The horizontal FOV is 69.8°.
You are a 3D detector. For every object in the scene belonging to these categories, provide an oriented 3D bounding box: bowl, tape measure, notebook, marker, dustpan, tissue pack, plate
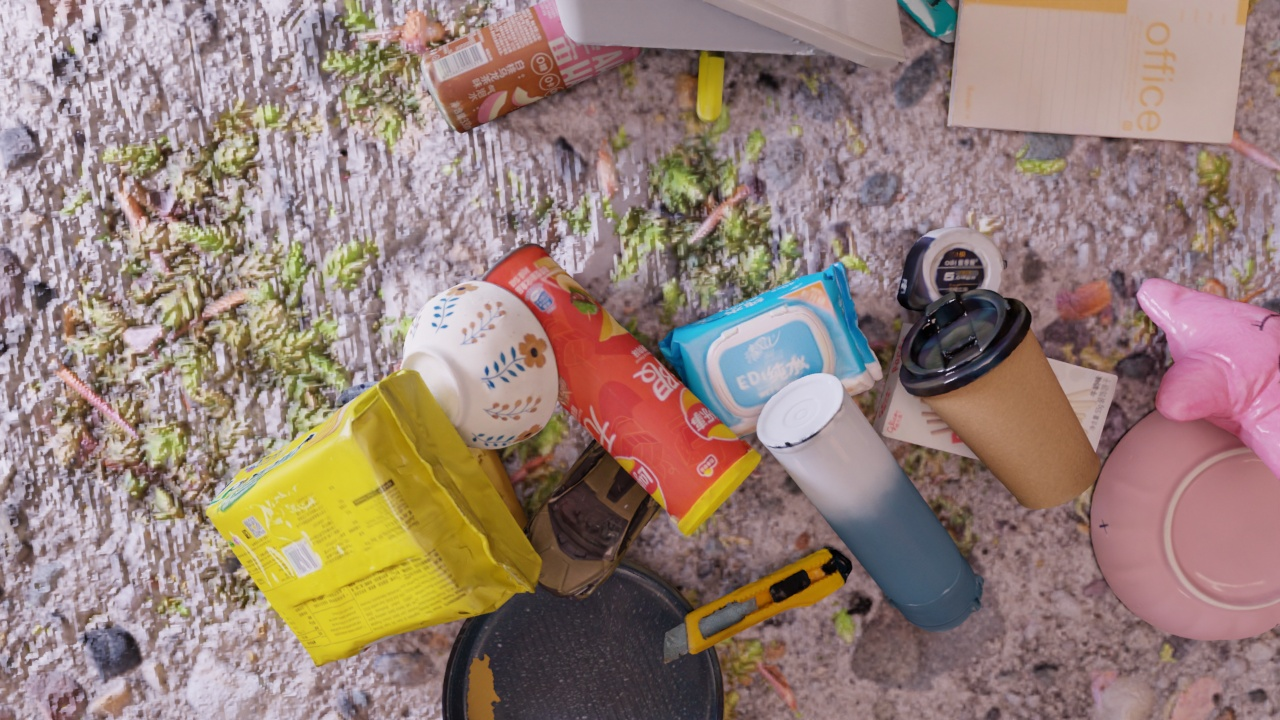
[{"bbox_3d":[-0.115,0.010,0.596,0.114,0.062,0.113,14,116,30],"label":"bowl"},{"bbox_3d":[0.224,-0.062,0.656,0.066,0.033,0.066,13,98,-4],"label":"tape measure"},{"bbox_3d":[0.324,-0.231,0.646,0.206,0.010,0.146,3,96,-3],"label":"notebook"},{"bbox_3d":[0.051,-0.231,0.647,0.018,0.015,0.124,3,93,-2],"label":"marker"},{"bbox_3d":[0.023,-0.296,0.540,0.258,0.143,0.222,-2,63,7],"label":"dustpan"},{"bbox_3d":[0.091,-0.002,0.646,0.140,0.063,0.090,-22,96,2],"label":"tissue pack"},{"bbox_3d":[0.434,0.119,0.673,0.192,0.039,0.192,0,96,0],"label":"plate"}]

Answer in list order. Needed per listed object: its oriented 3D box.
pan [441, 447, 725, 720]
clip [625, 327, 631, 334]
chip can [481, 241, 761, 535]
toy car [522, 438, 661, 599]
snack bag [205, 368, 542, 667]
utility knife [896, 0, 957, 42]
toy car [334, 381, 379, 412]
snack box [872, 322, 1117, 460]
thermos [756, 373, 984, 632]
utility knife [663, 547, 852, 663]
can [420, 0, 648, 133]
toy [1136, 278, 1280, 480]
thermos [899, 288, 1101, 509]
[{"bbox_3d":[-0.074,0.163,0.654,0.197,0.078,0.357,-25,74,-2],"label":"pan"},{"bbox_3d":[-0.002,0.003,0.672,0.046,0.014,0.057,-34,96,1],"label":"clip"},{"bbox_3d":[-0.019,0.016,0.615,0.073,0.073,0.216,-46,76,4],"label":"chip can"},{"bbox_3d":[-0.021,0.094,0.635,0.070,0.042,0.157,37,58,1],"label":"toy car"},{"bbox_3d":[-0.189,0.117,0.605,0.247,0.068,0.158,-28,97,36],"label":"snack bag"},{"bbox_3d":[0.170,-0.282,0.641,0.160,0.013,0.029,45,94,-5],"label":"utility knife"},{"bbox_3d":[-0.186,0.075,0.664,0.054,0.036,0.120,-12,89,24],"label":"toy car"},{"bbox_3d":[0.258,0.032,0.670,0.157,0.027,0.085,14,96,-3],"label":"snack box"},{"bbox_3d":[0.161,0.106,0.629,0.070,0.070,0.220,-38,116,3],"label":"thermos"},{"bbox_3d":[0.086,0.172,0.649,0.173,0.015,0.033,-17,70,-29],"label":"utility knife"},{"bbox_3d":[-0.072,-0.209,0.625,0.147,0.058,0.058,-23,96,2],"label":"can"},{"bbox_3d":[0.438,0.023,0.617,0.194,0.178,0.075,12,141,-1],"label":"toy"},{"bbox_3d":[0.243,0.027,0.615,0.093,0.093,0.143,-39,103,4],"label":"thermos"}]
